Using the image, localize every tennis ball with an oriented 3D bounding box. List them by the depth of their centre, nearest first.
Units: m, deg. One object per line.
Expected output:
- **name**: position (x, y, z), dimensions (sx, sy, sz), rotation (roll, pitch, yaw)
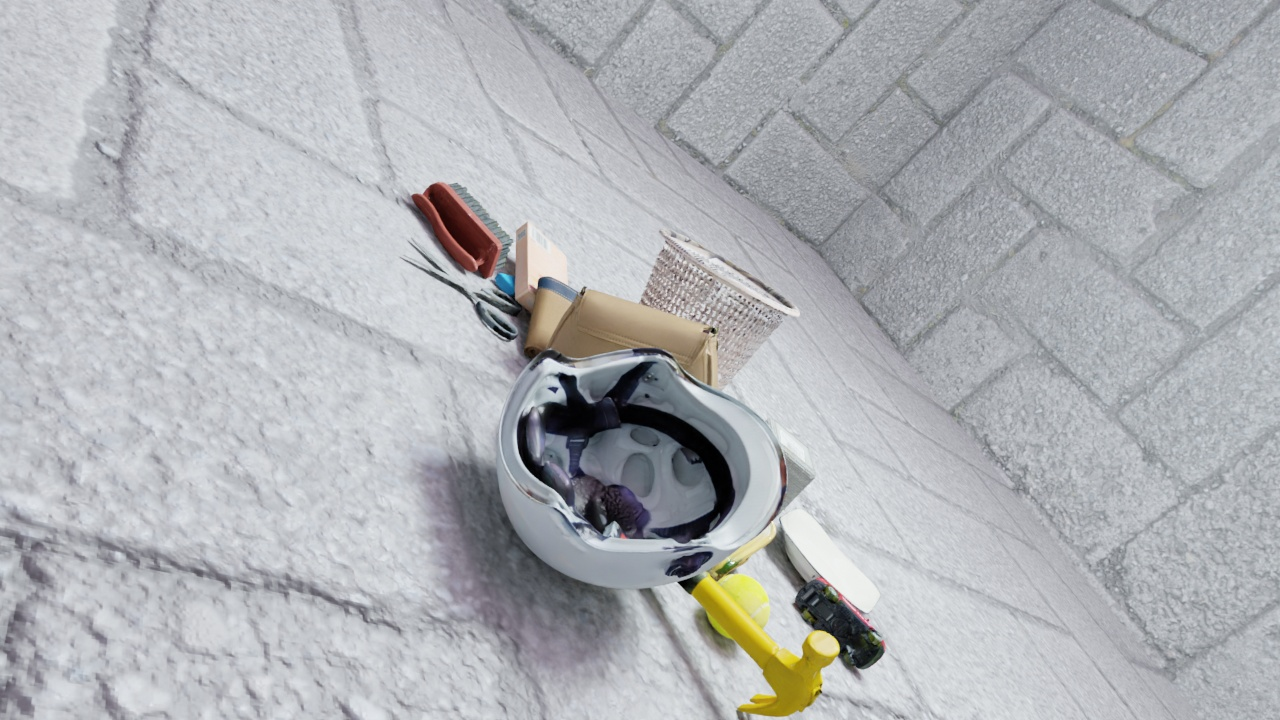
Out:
- **tennis ball**: position (0.099, 0.251, 0.936), dimensions (0.065, 0.066, 0.065), rotation (38, 20, -17)

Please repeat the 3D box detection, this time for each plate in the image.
- **plate**: position (0.242, 0.271, 1.218), dimensions (0.164, 0.034, 0.163), rotation (48, 15, 17)

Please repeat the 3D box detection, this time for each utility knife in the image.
- **utility knife**: position (-0.141, -0.095, 1.256), dimensions (0.034, 0.018, 0.161), rotation (51, 19, 21)

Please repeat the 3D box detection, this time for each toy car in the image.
- **toy car**: position (0.243, 0.316, 1.109), dimensions (0.120, 0.053, 0.045), rotation (47, 17, 14)

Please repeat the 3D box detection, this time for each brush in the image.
- **brush**: position (-0.233, -0.174, 1.183), dimensions (0.069, 0.063, 0.146), rotation (-27, 68, -39)

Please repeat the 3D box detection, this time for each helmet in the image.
- **helmet**: position (-0.011, 0.114, 0.836), dimensions (0.258, 0.146, 0.228), rotation (5, 47, -23)

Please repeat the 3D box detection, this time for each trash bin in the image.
- **trash bin**: position (0.078, -0.049, 1.293), dimensions (0.227, 0.192, 0.227), rotation (30, 13, -8)

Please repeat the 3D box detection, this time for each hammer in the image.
- **hammer**: position (0.057, 0.217, 0.886), dimensions (0.032, 0.129, 0.301), rotation (-14, 45, -42)

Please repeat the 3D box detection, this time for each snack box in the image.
- **snack box**: position (-0.132, -0.113, 1.235), dimensions (0.084, 0.026, 0.157), rotation (42, 26, -35)

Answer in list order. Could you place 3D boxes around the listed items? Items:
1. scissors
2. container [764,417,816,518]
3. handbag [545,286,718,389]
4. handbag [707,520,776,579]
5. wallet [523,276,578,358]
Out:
- **scissors**: position (-0.207, -0.087, 1.112), dimensions (0.178, 0.014, 0.159), rotation (50, 19, 19)
- **container**: position (0.162, 0.148, 1.205), dimensions (0.090, 0.114, 0.090), rotation (39, 19, -13)
- **handbag**: position (-0.006, 0.006, 1.061), dimensions (0.204, 0.148, 0.099), rotation (18, 15, 9)
- **handbag**: position (0.049, 0.174, 1.032), dimensions (0.163, 0.063, 0.178), rotation (50, 35, 17)
- **wallet**: position (-0.098, -0.040, 1.145), dimensions (0.090, 0.033, 0.115), rotation (31, 47, -30)
